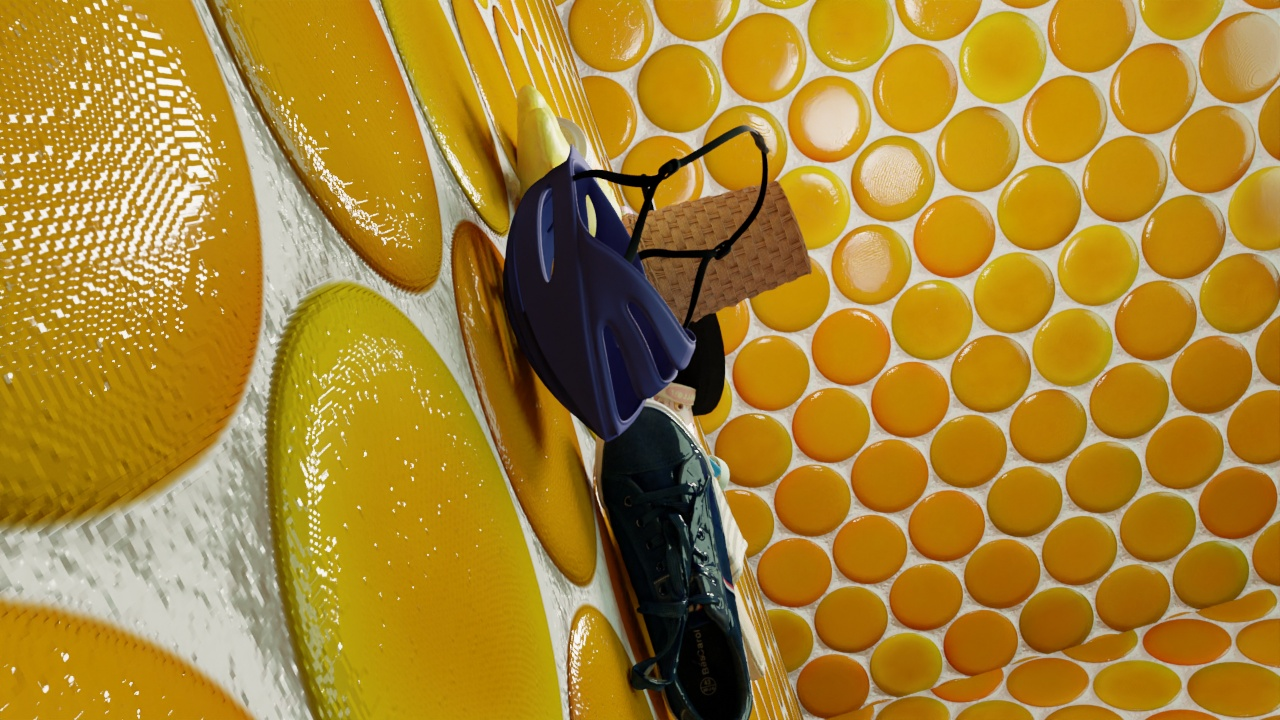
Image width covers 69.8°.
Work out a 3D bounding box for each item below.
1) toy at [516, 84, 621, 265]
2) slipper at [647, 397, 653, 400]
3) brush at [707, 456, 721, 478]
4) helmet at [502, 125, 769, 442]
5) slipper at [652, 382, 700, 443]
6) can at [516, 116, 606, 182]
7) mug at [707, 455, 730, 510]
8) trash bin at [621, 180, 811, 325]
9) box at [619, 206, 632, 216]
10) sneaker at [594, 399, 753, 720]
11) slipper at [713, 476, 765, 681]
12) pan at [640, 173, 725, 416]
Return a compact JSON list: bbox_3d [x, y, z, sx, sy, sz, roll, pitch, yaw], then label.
[{"bbox_3d":[-0.078,-0.168,0.902,0.208,0.092,0.133,63,7,-47],"label":"toy"},{"bbox_3d":[-0.006,0.006,1.023,0.104,0.074,0.245,23,-47,67],"label":"slipper"},{"bbox_3d":[0.035,0.110,1.141,0.136,0.055,0.075,43,-5,4],"label":"brush"},{"bbox_3d":[0.006,-0.073,0.686,0.148,0.228,0.241,43,26,-59],"label":"helmet"},{"bbox_3d":[0.033,0.055,1.239,0.093,0.082,0.197,13,41,-41],"label":"slipper"},{"bbox_3d":[-0.086,-0.215,1.051,0.142,0.079,0.079,50,22,-77],"label":"can"},{"bbox_3d":[0.077,0.178,1.230,0.084,0.111,0.104,32,12,-22],"label":"mug"},{"bbox_3d":[0.079,-0.129,1.085,0.151,0.210,0.151,-19,89,-84],"label":"trash bin"},{"bbox_3d":[-0.039,-0.149,1.307,0.230,0.085,0.077,-98,170,-66],"label":"box"},{"bbox_3d":[0.029,0.173,0.753,0.127,0.120,0.294,130,-55,-81],"label":"sneaker"},{"bbox_3d":[0.098,0.232,1.049,0.114,0.054,0.272,-17,89,-79],"label":"slipper"},{"bbox_3d":[0.036,-0.092,1.308,0.226,0.034,0.356,-18,-94,68],"label":"pan"}]
